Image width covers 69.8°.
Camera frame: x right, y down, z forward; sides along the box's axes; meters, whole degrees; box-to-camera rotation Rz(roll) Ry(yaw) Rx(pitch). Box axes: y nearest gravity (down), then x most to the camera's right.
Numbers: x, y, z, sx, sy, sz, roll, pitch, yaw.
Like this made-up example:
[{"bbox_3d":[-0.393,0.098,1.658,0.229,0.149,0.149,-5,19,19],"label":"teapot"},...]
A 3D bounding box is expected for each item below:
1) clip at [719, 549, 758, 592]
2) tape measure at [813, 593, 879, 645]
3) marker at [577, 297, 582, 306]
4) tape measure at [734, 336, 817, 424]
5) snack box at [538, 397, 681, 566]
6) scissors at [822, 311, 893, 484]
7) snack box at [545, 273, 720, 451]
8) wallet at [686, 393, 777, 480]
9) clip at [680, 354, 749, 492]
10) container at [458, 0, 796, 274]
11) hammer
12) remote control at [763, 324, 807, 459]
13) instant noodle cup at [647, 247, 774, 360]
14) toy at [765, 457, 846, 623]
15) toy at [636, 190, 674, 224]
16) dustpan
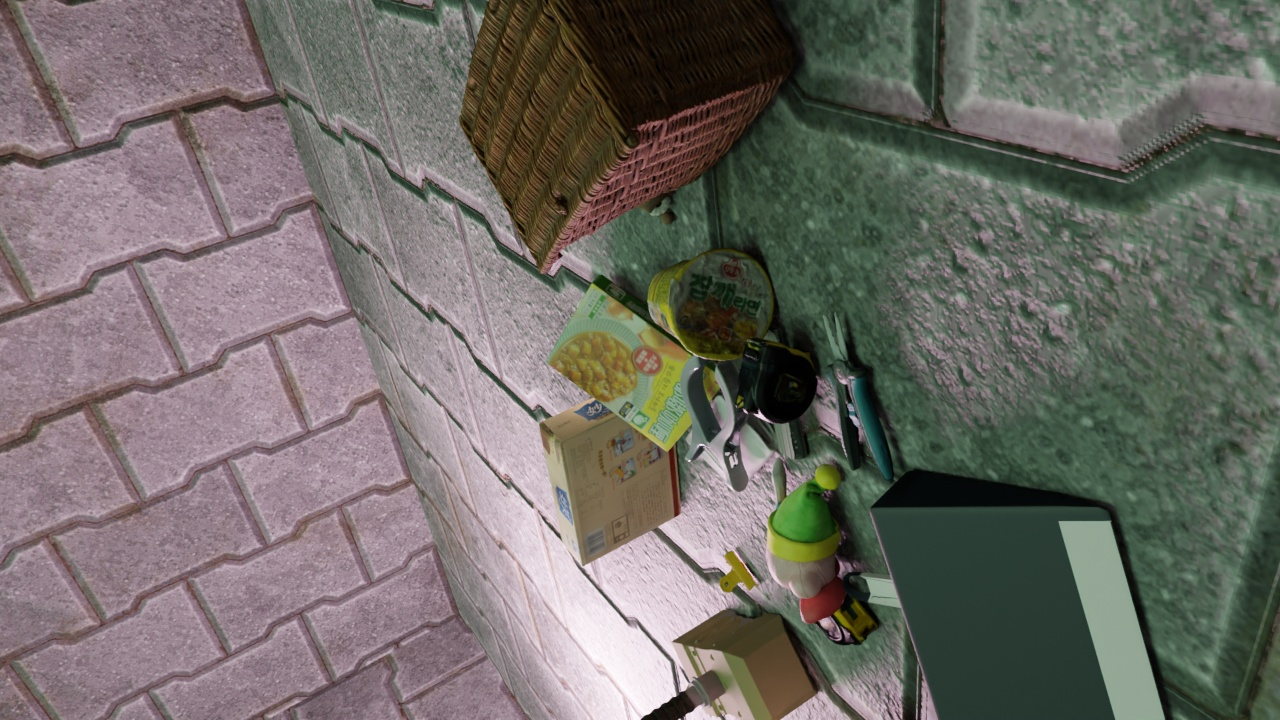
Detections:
[{"bbox_3d":[0.112,0.259,1.094,0.053,0.035,0.046,51,146,26],"label":"clip"},{"bbox_3d":[0.194,0.247,0.906,0.062,0.038,0.067,52,158,8],"label":"tape measure"},{"bbox_3d":[-0.037,-0.030,1.131,0.126,0.025,0.025,53,154,26],"label":"marker"},{"bbox_3d":[0.118,0.019,0.798,0.042,0.072,0.071,20,102,55],"label":"tape measure"},{"bbox_3d":[-0.032,0.134,1.119,0.055,0.153,0.208,41,146,45],"label":"snack box"},{"bbox_3d":[0.178,0.037,0.756,0.149,0.019,0.122,61,160,24],"label":"scissors"},{"bbox_3d":[-0.006,0.006,0.964,0.168,0.027,0.132,36,131,1],"label":"snack box"},{"bbox_3d":[0.099,0.081,0.954,0.086,0.032,0.116,51,150,10],"label":"wallet"},{"bbox_3d":[0.085,0.064,0.897,0.108,0.027,0.163,34,144,33],"label":"clip"},{"bbox_3d":[-0.012,-0.207,0.707,0.162,0.182,0.250,63,157,4],"label":"container"},{"bbox_3d":[0.022,0.417,1.066,0.100,0.324,0.191,64,157,3],"label":"hammer"},{"bbox_3d":[0.131,0.030,0.853,0.033,0.013,0.136,22,130,56],"label":"remote control"},{"bbox_3d":[0.054,-0.054,0.842,0.102,0.102,0.108,71,165,-13],"label":"instant noodle cup"},{"bbox_3d":[0.160,0.160,0.870,0.131,0.097,0.124,64,-163,-17],"label":"toy"},{"bbox_3d":[-0.005,-0.176,0.905,0.102,0.041,0.055,46,173,21],"label":"toy"},{"bbox_3d":[0.261,0.202,0.720,0.274,0.079,0.236,-10,105,45],"label":"dustpan"}]
